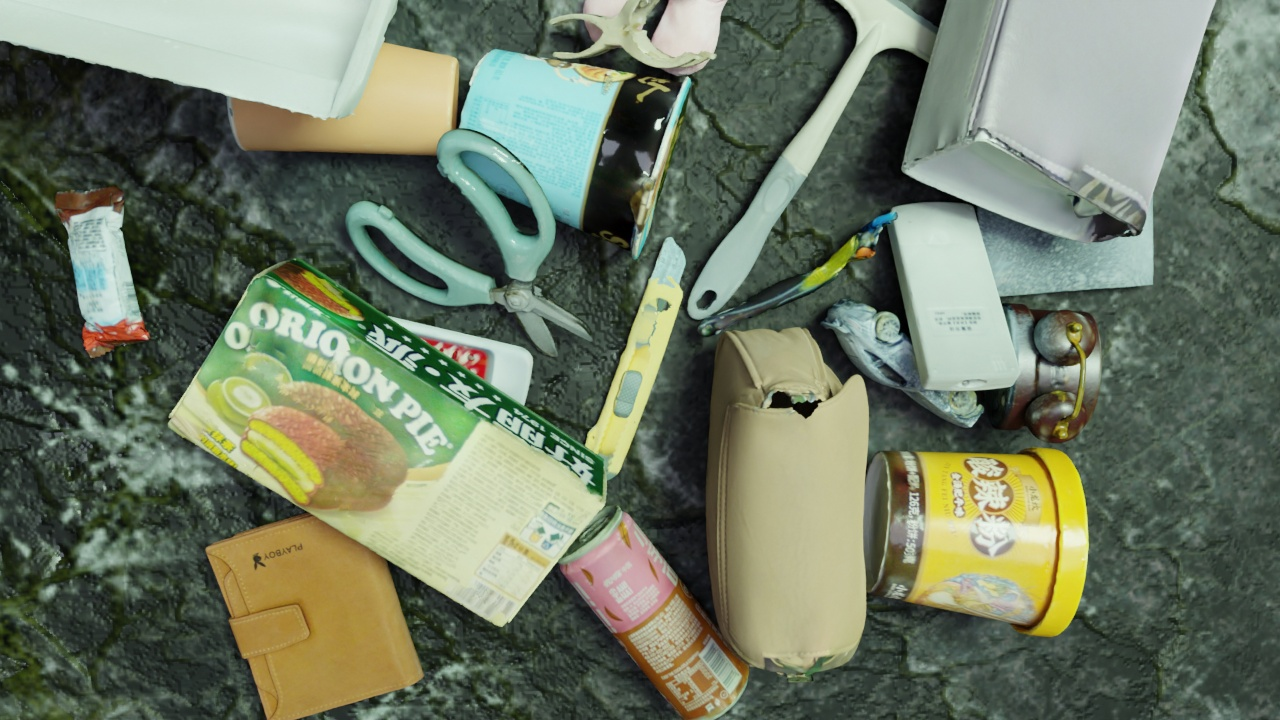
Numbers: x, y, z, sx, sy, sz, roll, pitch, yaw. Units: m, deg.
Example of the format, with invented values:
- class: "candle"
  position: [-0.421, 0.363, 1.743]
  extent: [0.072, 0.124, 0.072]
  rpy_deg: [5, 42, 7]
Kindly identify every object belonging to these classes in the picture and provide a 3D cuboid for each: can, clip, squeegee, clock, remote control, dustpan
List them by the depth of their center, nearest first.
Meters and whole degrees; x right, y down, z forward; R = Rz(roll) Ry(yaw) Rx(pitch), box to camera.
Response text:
- class: "dustpan"
  position: [-0.220, -0.252, 0.475]
  extent: [0.222, 0.257, 0.143]
  rpy_deg: [12, 120, -5]
- class: "clip"
  position: [0.000, -0.183, 0.543]
  extent: [0.104, 0.034, 0.089]
  rpy_deg: [-21, 101, 28]
- class: "remote control"
  position: [0.193, -0.043, 0.573]
  extent: [0.056, 0.019, 0.135]
  rpy_deg: [-3, 58, 0]
- class: "clock"
  position: [0.253, 0.007, 0.574]
  extent: [0.055, 0.121, 0.082]
  rpy_deg: [4, 97, 8]
- class: "squeegee"
  position: [0.100, -0.131, 0.586]
  extent: [0.246, 0.039, 0.246]
  rpy_deg: [32, 95, -7]
- class: "remote control"
  position: [-0.140, 0.005, 0.597]
  extent: [0.136, 0.020, 0.056]
  rpy_deg: [14, 95, -5]
- class: "can"
  position: [0.008, 0.169, 0.608]
  extent: [0.058, 0.058, 0.147]
  rpy_deg: [-37, 98, 1]

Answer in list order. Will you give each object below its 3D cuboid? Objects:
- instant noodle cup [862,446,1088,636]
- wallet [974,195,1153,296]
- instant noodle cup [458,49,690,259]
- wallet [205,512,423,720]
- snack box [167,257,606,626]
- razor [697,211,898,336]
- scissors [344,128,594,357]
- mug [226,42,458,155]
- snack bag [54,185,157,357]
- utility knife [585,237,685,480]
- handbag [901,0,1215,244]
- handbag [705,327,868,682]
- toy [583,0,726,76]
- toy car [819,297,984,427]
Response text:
- class: "instant noodle cup"
  position: [0.206, 0.110, 0.589]
  extent: [0.114, 0.118, 0.118]
  rpy_deg: [6, 97, 4]
- class: "wallet"
  position: [0.283, -0.094, 0.614]
  extent: [0.121, 0.019, 0.097]
  rpy_deg: [-4, 96, -2]
- class: "instant noodle cup"
  position: [-0.043, -0.131, 0.549]
  extent: [0.120, 0.111, 0.111]
  rpy_deg: [18, 96, 0]
- class: "wallet"
  position: [-0.215, 0.166, 0.609]
  extent: [0.108, 0.031, 0.132]
  rpy_deg: [-16, 97, -3]
- class: "snack box"
  position: [-0.148, 0.052, 0.565]
  extent: [0.240, 0.063, 0.115]
  rpy_deg: [34, 104, -10]
- class: "razor"
  position: [0.101, -0.050, 0.588]
  extent: [0.143, 0.042, 0.022]
  rpy_deg: [-30, 87, 3]
- class: "scissors"
  position: [-0.110, -0.061, 0.568]
  extent: [0.177, 0.019, 0.175]
  rpy_deg: [-3, 134, 22]
- class: "mug"
  position: [-0.173, -0.158, 0.550]
  extent: [0.122, 0.078, 0.078]
  rpy_deg: [5, 97, -9]
- class: "snack bag"
  position: [-0.336, -0.055, 0.573]
  extent: [0.045, 0.026, 0.105]
  rpy_deg: [-7, 97, 6]
- class: "utility knife"
  position: [-0.004, 0.004, 0.611]
  extent: [0.031, 0.019, 0.175]
  rpy_deg: [18, 91, -12]
- class: "handbag"
  position: [0.253, -0.184, 0.546]
  extent: [0.145, 0.098, 0.197]
  rpy_deg: [20, 84, -12]
- class: "handbag"
  position: [0.090, 0.084, 0.557]
  extent: [0.100, 0.147, 0.204]
  rpy_deg: [-2, 102, -2]
- class: "toy"
  position: [0.024, -0.259, 0.553]
  extent: [0.121, 0.054, 0.160]
  rpy_deg: [26, 107, 9]
- class: "toy car"
  position: [0.170, 0.004, 0.600]
  extent: [0.120, 0.054, 0.037]
  rpy_deg: [38, 91, -8]
